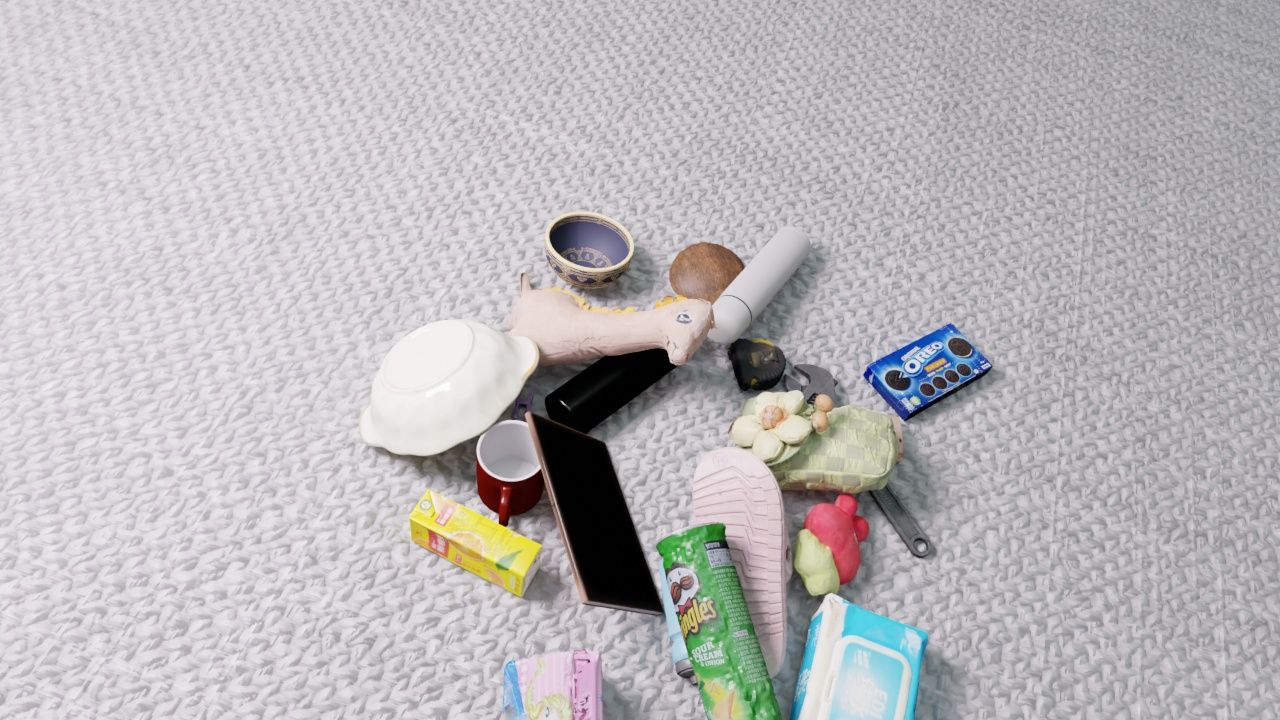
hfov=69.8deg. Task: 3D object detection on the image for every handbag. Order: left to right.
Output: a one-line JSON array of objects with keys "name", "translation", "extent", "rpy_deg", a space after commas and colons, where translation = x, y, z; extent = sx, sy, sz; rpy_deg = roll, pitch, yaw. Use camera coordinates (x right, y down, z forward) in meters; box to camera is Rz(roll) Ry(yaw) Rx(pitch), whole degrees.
[{"name": "handbag", "translation": [0.192, 0.084, 1.026], "extent": [0.186, 0.117, 0.113], "rpy_deg": [-1, 52, 11]}]

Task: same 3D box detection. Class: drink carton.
[{"name": "drink carton", "translation": [-0.170, 0.186, 0.943], "extent": [0.134, 0.059, 0.042], "rpy_deg": [24, 53, 8]}]

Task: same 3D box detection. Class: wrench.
[{"name": "wrench", "translation": [0.255, 0.113, 1.085], "extent": [0.073, 0.018, 0.273], "rpy_deg": [-26, 65, -14]}]

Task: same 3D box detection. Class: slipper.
[{"name": "slipper", "translation": [0.112, 0.210, 0.957], "extent": [0.094, 0.064, 0.239], "rpy_deg": [-8, 74, 17]}]

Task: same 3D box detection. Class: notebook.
[{"name": "notebook", "translation": [-0.048, 0.159, 0.949], "extent": [0.008, 0.141, 0.209], "rpy_deg": [-33, 58, 19]}]

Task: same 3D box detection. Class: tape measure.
[{"name": "tape measure", "translation": [0.147, 0.004, 1.132], "extent": [0.062, 0.038, 0.067], "rpy_deg": [-5, 56, -12]}]

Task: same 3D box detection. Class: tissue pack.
[{"name": "tissue pack", "translation": [0.208, 0.341, 0.895], "extent": [0.117, 0.066, 0.208], "rpy_deg": [20, 57, 5]}]

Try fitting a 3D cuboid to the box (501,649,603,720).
[{"name": "box", "translation": [-0.080, 0.378, 0.811], "extent": [0.096, 0.085, 0.230], "rpy_deg": [1, 56, -6]}]

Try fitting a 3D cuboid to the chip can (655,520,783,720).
[{"name": "chip can", "translation": [0.078, 0.270, 0.871], "extent": [0.075, 0.076, 0.223], "rpy_deg": [-10, 67, -15]}]

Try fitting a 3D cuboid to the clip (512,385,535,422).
[{"name": "clip", "translation": [-0.139, 0.049, 1.071], "extent": [0.036, 0.013, 0.053], "rpy_deg": [-2, 59, -9]}]

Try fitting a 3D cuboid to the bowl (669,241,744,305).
[{"name": "bowl", "translation": [0.092, -0.120, 1.216], "extent": [0.102, 0.026, 0.114], "rpy_deg": [22, 55, 7]}]

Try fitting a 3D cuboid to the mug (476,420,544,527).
[{"name": "mug", "translation": [-0.139, 0.129, 0.973], "extent": [0.073, 0.083, 0.105], "rpy_deg": [6, 55, -5]}]

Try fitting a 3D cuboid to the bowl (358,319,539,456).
[{"name": "bowl", "translation": [-0.221, 0.014, 1.004], "extent": [0.219, 0.060, 0.188], "rpy_deg": [-24, 40, -1]}]

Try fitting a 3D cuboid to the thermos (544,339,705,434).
[{"name": "thermos", "translation": [-0.007, 0.006, 1.091], "extent": [0.230, 0.061, 0.061], "rpy_deg": [-35, 68, -28]}]

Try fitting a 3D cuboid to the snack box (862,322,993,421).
[{"name": "snack box", "translation": [0.366, 0.012, 1.168], "extent": [0.150, 0.027, 0.082], "rpy_deg": [-25, 62, -24]}]

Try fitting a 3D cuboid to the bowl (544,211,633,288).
[{"name": "bowl", "translation": [-0.069, -0.131, 1.173], "extent": [0.112, 0.061, 0.112], "rpy_deg": [7, 47, -8]}]

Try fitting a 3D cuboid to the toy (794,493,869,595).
[{"name": "toy", "translation": [0.208, 0.196, 0.993], "extent": [0.134, 0.045, 0.091], "rpy_deg": [-42, 111, -43]}]

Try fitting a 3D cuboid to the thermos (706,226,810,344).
[{"name": "thermos", "translation": [0.150, -0.097, 1.176], "extent": [0.052, 0.052, 0.223], "rpy_deg": [32, 49, 13]}]

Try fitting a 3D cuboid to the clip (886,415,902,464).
[{"name": "clip", "translation": [0.303, 0.091, 1.095], "extent": [0.025, 0.043, 0.061], "rpy_deg": [0, 51, -8]}]

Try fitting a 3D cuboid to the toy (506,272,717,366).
[{"name": "toy", "translation": [-0.042, -0.056, 1.073], "extent": [0.265, 0.065, 0.195], "rpy_deg": [-10, 48, 16]}]

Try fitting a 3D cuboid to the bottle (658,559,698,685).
[{"name": "bottle", "translation": [0.047, 0.264, 0.935], "extent": [0.040, 0.040, 0.129], "rpy_deg": [-2, 56, -11]}]
